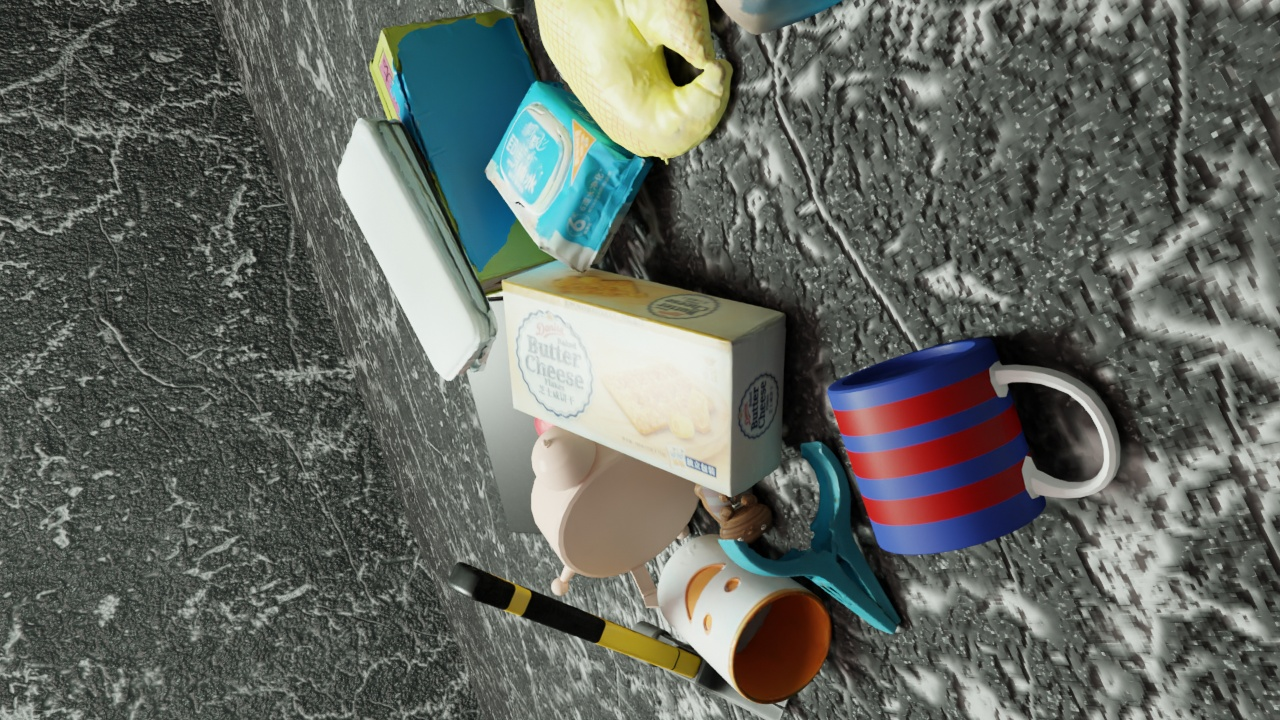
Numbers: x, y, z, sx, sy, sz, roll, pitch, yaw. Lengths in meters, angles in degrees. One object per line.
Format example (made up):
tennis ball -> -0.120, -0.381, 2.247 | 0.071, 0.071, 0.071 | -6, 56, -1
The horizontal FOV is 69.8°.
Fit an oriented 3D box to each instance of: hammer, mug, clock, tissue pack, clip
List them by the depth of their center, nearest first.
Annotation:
mug -> 0.145, 0.033, 0.400 | 0.112, 0.074, 0.076 | -17, 93, 41
clip -> 0.107, 0.099, 0.549 | 0.033, 0.120, 0.118 | 149, 133, -66
mug -> 0.071, 0.179, 0.651 | 0.105, 0.082, 0.082 | 25, 131, 60
tissue pack -> -0.057, -0.137, 0.664 | 0.093, 0.061, 0.144 | -60, 43, 22
hammer -> -0.018, 0.205, 0.678 | 0.170, 0.034, 0.324 | 11, 161, 42
clock -> -0.013, 0.109, 0.714 | 0.086, 0.130, 0.161 | 39, 142, 51

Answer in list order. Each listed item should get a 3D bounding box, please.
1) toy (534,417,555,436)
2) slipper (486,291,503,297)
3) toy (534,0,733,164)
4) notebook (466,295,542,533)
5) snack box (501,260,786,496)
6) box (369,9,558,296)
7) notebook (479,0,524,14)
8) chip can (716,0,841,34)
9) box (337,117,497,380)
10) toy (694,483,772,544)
toy -> -0.044, 0.044, 0.751 | 0.045, 0.092, 0.135 | -81, -26, -60
slipper -> -0.134, -0.044, 0.964 | 0.114, 0.054, 0.273 | 37, 142, 44
toy -> -0.012, -0.201, 0.559 | 0.155, 0.064, 0.170 | 4, 119, 52
notebook -> -0.068, 0.052, 0.810 | 0.169, 0.019, 0.232 | -2, 111, 25
snack box -> -0.004, 0.004, 0.617 | 0.208, 0.057, 0.104 | 17, 119, 39
box -> -0.131, -0.171, 0.765 | 0.221, 0.124, 0.079 | 67, 155, 3
notebook -> -0.138, -0.390, 0.712 | 0.169, 0.029, 0.209 | -132, 33, -51
chip can -> 0.029, -0.262, 0.395 | 0.080, 0.079, 0.229 | -11, 99, 67
box -> -0.177, -0.086, 0.722 | 0.213, 0.063, 0.118 | 65, 151, 12
toy -> 0.060, 0.090, 0.658 | 0.102, 0.041, 0.055 | 62, 179, -2
